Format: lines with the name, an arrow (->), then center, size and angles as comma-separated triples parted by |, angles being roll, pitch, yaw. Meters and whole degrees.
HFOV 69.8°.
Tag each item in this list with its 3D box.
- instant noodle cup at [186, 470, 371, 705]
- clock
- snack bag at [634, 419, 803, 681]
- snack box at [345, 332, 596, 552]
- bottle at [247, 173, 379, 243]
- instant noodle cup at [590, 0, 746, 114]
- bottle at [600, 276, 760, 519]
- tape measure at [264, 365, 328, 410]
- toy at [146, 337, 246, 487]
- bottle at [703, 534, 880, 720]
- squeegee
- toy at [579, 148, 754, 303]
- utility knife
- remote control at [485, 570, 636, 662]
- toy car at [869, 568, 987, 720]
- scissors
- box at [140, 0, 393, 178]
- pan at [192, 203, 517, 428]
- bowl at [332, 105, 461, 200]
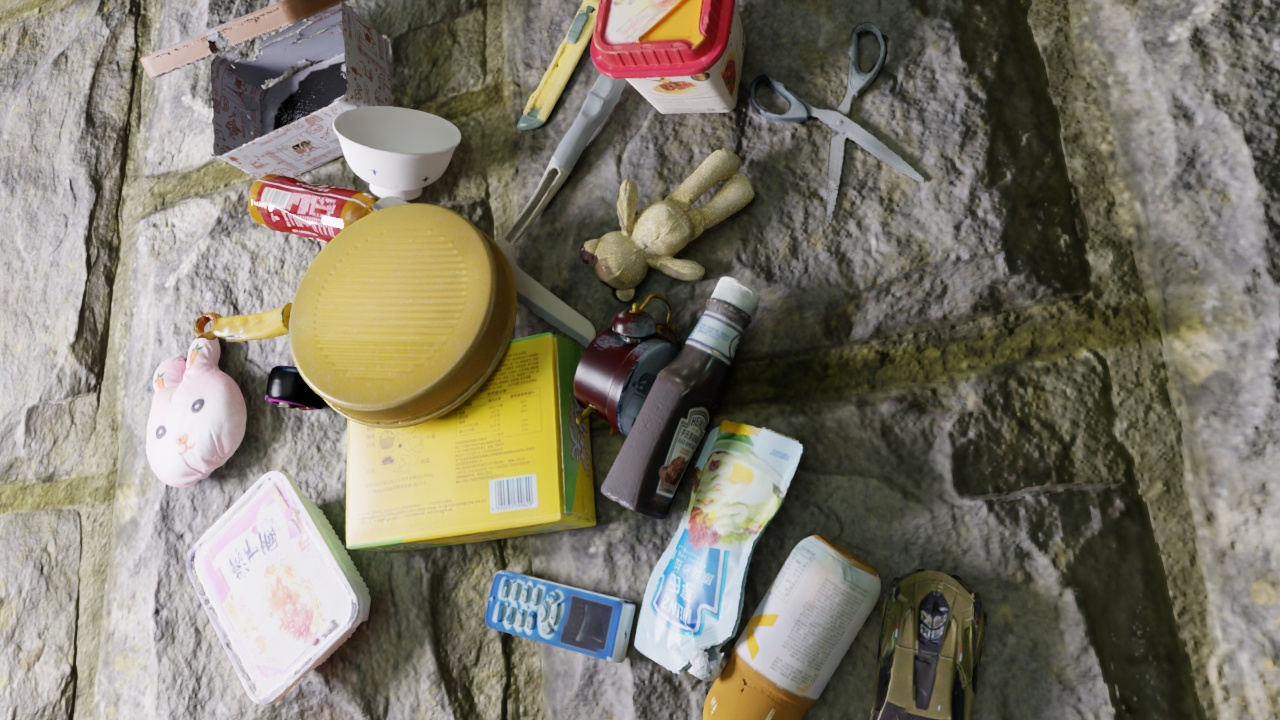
instant noodle cup -> -0.317, 0.203, 0.828 | 0.138, 0.060, 0.173 | -44, 64, 7
clock -> -0.004, 0.004, 0.740 | 0.055, 0.082, 0.122 | 25, 89, 32
snack bag -> 0.054, 0.140, 0.688 | 0.110, 0.038, 0.191 | 13, 78, 51
snack box -> -0.147, 0.074, 0.786 | 0.210, 0.070, 0.157 | -11, 72, 20
bottle -> -0.310, -0.145, 0.914 | 0.175, 0.057, 0.057 | 15, 83, 25
instant noodle cup -> 0.034, -0.271, 0.770 | 0.117, 0.124, 0.116 | 5, 79, 23
bottle -> 0.037, 0.028, 0.718 | 0.044, 0.080, 0.194 | 24, 85, 27
tape measure -> -0.328, 0.029, 0.878 | 0.057, 0.058, 0.039 | 4, 79, 20
toy -> -0.455, 0.048, 0.930 | 0.121, 0.054, 0.159 | -34, 59, 10
bottle -> 0.098, 0.217, 0.651 | 0.068, 0.068, 0.189 | 31, 90, 26
squeegee -> -0.078, -0.175, 0.839 | 0.246, 0.039, 0.246 | 33, 89, 12
toy -> 0.025, -0.117, 0.775 | 0.157, 0.066, 0.105 | -36, 108, 6
utility knife -> -0.060, -0.315, 0.883 | 0.031, 0.022, 0.216 | 26, 83, 20
remote control -> -0.066, 0.206, 0.745 | 0.125, 0.024, 0.049 | 8, 80, 25
toy car -> 0.195, 0.224, 0.627 | 0.070, 0.042, 0.158 | 5, 81, 23
scissors -> 0.169, -0.201, 0.762 | 0.179, 0.014, 0.159 | 38, 95, 23
box -> -0.369, -0.299, 0.913 | 0.182, 0.174, 0.152 | -17, 72, 17
pan -> -0.273, -0.038, 0.813 | 0.358, 0.078, 0.197 | 2, 68, 18
bowl -> -0.235, -0.194, 0.885 | 0.118, 0.118, 0.065 | 31, 126, 26
